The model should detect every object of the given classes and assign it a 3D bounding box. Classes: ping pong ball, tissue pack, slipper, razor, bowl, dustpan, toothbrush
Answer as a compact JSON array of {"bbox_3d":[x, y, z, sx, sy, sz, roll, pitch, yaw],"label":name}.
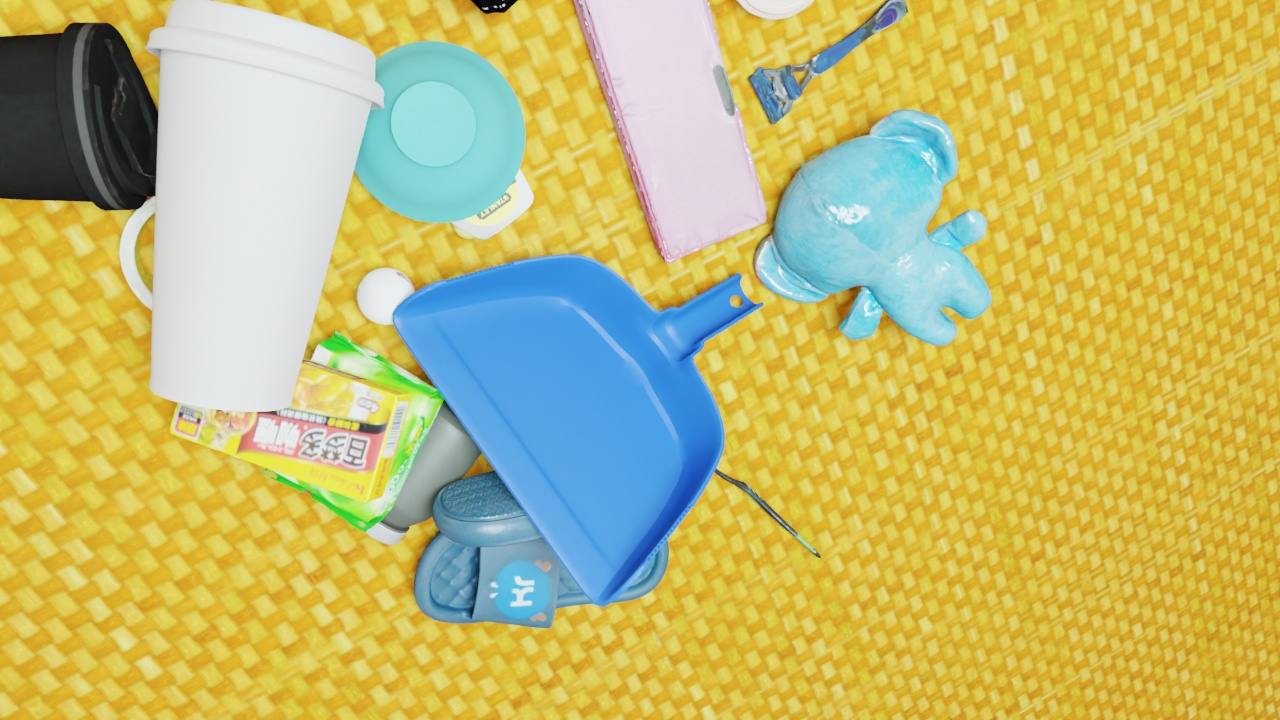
[{"bbox_3d":[-0.179,-0.045,0.647,0.040,0.040,0.040,-6,109,-17],"label":"ping pong ball"},{"bbox_3d":[-0.203,0.048,0.645,0.099,0.034,0.114,26,93,10],"label":"tissue pack"},{"bbox_3d":[-0.051,0.111,0.687,0.213,0.104,0.059,-5,111,-36],"label":"slipper"},{"bbox_3d":[0.149,-0.238,0.703,0.141,0.018,0.044,-36,114,-4],"label":"razor"},{"bbox_3d":[-0.136,-0.153,0.607,0.121,0.046,0.121,-1,97,-10],"label":"bowl"},{"bbox_3d":[-0.004,0.004,0.678,0.256,0.060,0.245,-31,81,-39],"label":"dustpan"},{"bbox_3d":[0.106,0.123,0.812,0.188,0.014,0.017,42,83,-25],"label":"toothbrush"},{"bbox_3d":[-0.074,0.166,0.743,0.213,0.059,0.104,-2,106,-19],"label":"slipper"}]

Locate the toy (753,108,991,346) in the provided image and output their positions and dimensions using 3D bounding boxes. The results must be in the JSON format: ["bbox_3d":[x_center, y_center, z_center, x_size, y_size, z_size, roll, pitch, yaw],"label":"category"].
[{"bbox_3d":[0.193,-0.094,0.720,0.180,0.114,0.184,40,115,-7],"label":"toy"}]

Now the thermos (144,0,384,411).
[{"bbox_3d":[-0.235,-0.087,0.553,0.131,0.131,0.222,9,97,-21],"label":"thermos"}]

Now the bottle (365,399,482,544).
[{"bbox_3d":[-0.165,0.081,0.683,0.060,0.060,0.108,37,93,-25],"label":"bottle"}]

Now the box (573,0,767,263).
[{"bbox_3d":[0.021,-0.192,0.664,0.098,0.041,0.233,-23,114,-11],"label":"box"}]

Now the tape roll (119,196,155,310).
[{"bbox_3d":[-0.293,-0.070,0.613,0.094,0.019,0.094,-6,109,-17],"label":"tape roll"}]

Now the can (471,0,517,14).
[{"bbox_3d":[-0.066,-0.293,0.573,0.146,0.080,0.080,-42,115,3],"label":"can"}]

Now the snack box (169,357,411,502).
[{"bbox_3d":[-0.236,0.036,0.619,0.152,0.025,0.075,17,93,9],"label":"snack box"}]

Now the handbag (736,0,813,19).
[{"bbox_3d":[0.111,-0.337,0.626,0.194,0.101,0.198,9,116,-21],"label":"handbag"}]

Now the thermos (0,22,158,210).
[{"bbox_3d":[-0.397,-0.135,0.517,0.218,0.106,0.106,-4,109,-12],"label":"thermos"}]

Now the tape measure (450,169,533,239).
[{"bbox_3d":[-0.115,-0.123,0.655,0.064,0.017,0.065,-36,115,-4],"label":"tape measure"}]
